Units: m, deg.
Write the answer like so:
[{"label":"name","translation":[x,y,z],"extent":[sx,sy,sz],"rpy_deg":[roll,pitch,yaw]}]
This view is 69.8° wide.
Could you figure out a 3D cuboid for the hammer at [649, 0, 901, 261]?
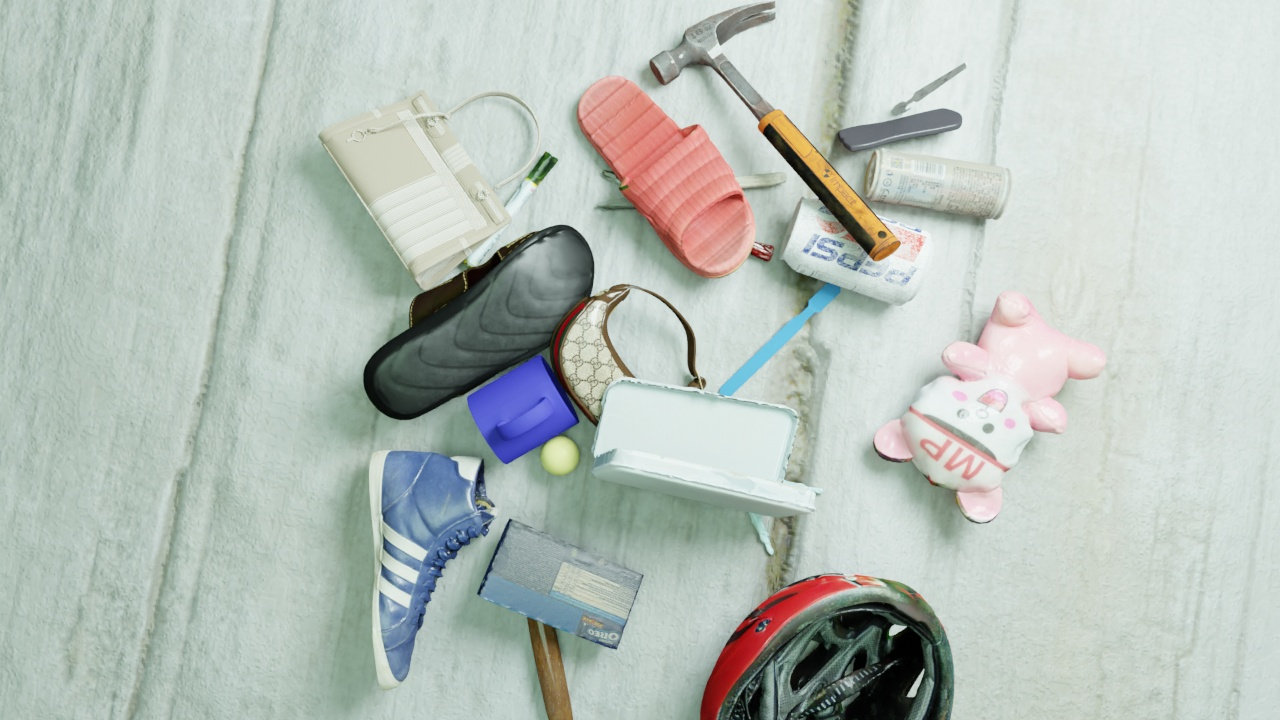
[{"label":"hammer","translation":[0.152,-0.226,0.896],"extent":[0.137,0.035,0.314],"rpy_deg":[-35,70,-2]}]

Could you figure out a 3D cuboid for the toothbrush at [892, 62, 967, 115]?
[{"label":"toothbrush","translation":[0.274,-0.256,0.867],"extent":[0.010,0.181,0.010],"rpy_deg":[-16,94,-3]}]

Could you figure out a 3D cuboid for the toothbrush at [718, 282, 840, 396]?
[{"label":"toothbrush","translation":[0.143,-0.021,0.951],"extent":[0.166,0.014,0.016],"rpy_deg":[-44,89,4]}]

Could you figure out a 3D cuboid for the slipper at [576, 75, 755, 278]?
[{"label":"slipper","translation":[0.025,-0.194,0.919],"extent":[0.103,0.059,0.248],"rpy_deg":[-37,81,-1]}]

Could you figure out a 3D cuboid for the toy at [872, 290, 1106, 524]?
[{"label":"toy","translation":[0.345,0.043,0.909],"extent":[0.142,0.084,0.213],"rpy_deg":[36,88,4]}]

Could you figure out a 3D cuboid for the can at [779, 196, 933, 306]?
[{"label":"can","translation":[0.214,-0.111,0.916],"extent":[0.136,0.078,0.078],"rpy_deg":[19,89,1]}]

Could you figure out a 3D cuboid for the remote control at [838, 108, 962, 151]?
[{"label":"remote control","translation":[0.267,-0.236,0.938],"extent":[0.124,0.046,0.009],"rpy_deg":[-12,127,0]}]

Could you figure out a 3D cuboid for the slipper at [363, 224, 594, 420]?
[{"label":"slipper","translation":[-0.160,-0.040,0.926],"extent":[0.267,0.076,0.113],"rpy_deg":[-38,107,-12]}]

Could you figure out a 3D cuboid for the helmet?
[{"label":"helmet","translation":[0.170,0.315,0.862],"extent":[0.217,0.167,0.272],"rpy_deg":[32,96,-13]}]

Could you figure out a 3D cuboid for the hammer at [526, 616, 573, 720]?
[{"label":"hammer","translation":[-0.081,0.356,0.936],"extent":[0.115,0.033,0.323],"rpy_deg":[-13,88,2]}]

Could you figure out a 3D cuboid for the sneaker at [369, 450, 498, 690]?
[{"label":"sneaker","translation":[-0.199,0.203,0.916],"extent":[0.118,0.091,0.233],"rpy_deg":[-4,81,-2]}]

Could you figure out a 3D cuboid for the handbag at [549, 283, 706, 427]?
[{"label":"handbag","translation":[-0.005,0.005,0.915],"extent":[0.138,0.063,0.166],"rpy_deg":[-40,107,-7]}]

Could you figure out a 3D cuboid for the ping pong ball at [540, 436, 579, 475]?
[{"label":"ping pong ball","translation":[-0.082,0.097,0.936],"extent":[0.040,0.040,0.040],"rpy_deg":[0,89,1]}]

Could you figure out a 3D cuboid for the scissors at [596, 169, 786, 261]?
[{"label":"scissors","translation":[0.063,-0.161,0.952],"extent":[0.179,0.015,0.187],"rpy_deg":[-35,88,2]}]

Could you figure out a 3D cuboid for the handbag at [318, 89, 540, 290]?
[{"label":"handbag","translation":[-0.192,-0.201,0.939],"extent":[0.197,0.062,0.175],"rpy_deg":[-34,85,-8]}]

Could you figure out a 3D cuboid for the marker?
[{"label":"marker","translation":[-0.136,-0.155,0.953],"extent":[0.017,0.017,0.146],"rpy_deg":[37,89,1]}]

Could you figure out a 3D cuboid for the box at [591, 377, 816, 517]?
[{"label":"box","translation":[0.062,0.072,0.883],"extent":[0.215,0.107,0.124],"rpy_deg":[15,70,-16]}]

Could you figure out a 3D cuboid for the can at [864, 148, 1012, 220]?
[{"label":"can","translation":[0.299,-0.179,0.928],"extent":[0.135,0.054,0.054],"rpy_deg":[9,89,1]}]

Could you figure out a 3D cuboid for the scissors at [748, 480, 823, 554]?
[{"label":"scissors","translation":[0.099,0.123,0.948],"extent":[0.167,0.023,0.171],"rpy_deg":[-18,89,-4]}]

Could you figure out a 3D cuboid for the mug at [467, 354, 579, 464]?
[{"label":"mug","translation":[-0.115,0.051,0.902],"extent":[0.083,0.111,0.079],"rpy_deg":[-30,100,0]}]

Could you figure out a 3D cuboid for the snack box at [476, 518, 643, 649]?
[{"label":"snack box","translation":[-0.079,0.225,0.919],"extent":[0.150,0.027,0.082],"rpy_deg":[25,75,-9]}]
